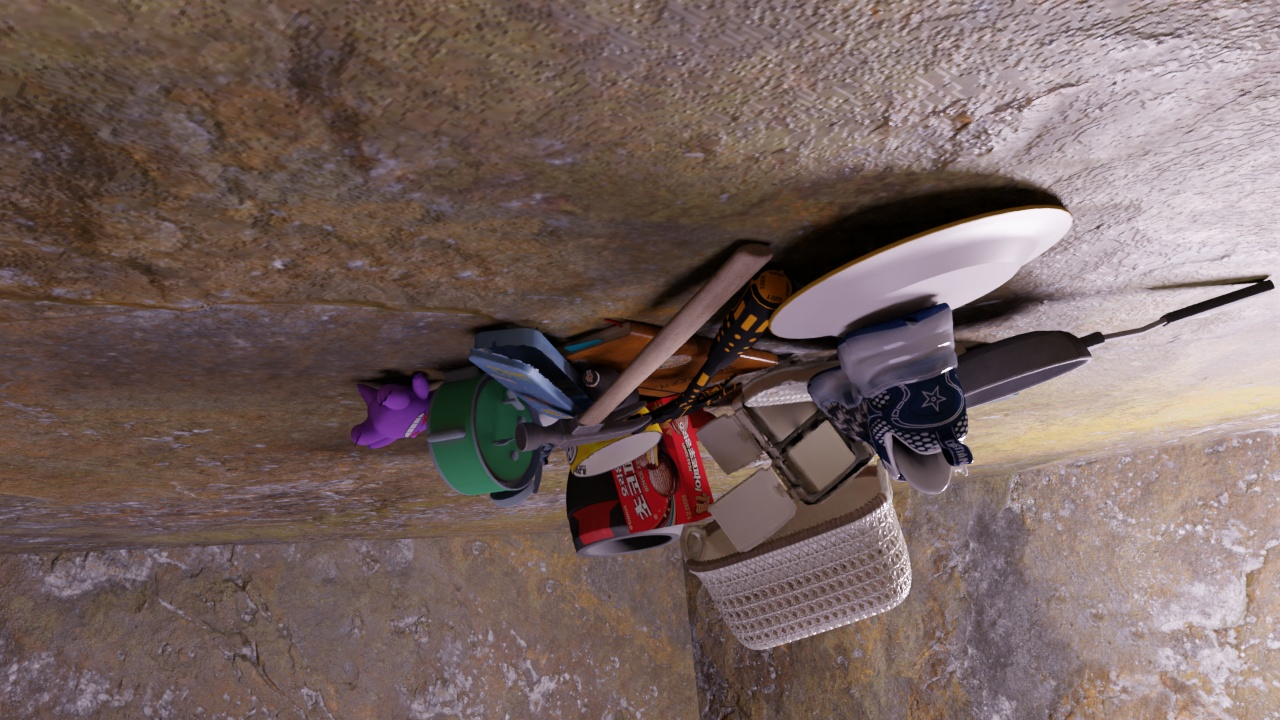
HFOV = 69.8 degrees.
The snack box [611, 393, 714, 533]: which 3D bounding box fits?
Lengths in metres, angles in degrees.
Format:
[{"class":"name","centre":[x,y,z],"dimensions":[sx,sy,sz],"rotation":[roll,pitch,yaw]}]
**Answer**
[{"class":"snack box","centre":[0.019,0.133,1.157],"dimensions":[0.035,0.152,0.133],"rotation":[-12,173,-41]}]

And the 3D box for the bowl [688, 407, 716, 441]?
[{"class":"bowl","centre":[0.051,0.087,1.238],"dimensions":[0.122,0.035,0.122],"rotation":[-5,166,-2]}]

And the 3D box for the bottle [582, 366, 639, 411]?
[{"class":"bottle","centre":[-0.031,0.027,0.896],"dimensions":[0.036,0.036,0.110],"rotation":[-10,165,14]}]

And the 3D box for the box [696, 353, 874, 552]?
[{"class":"box","centre":[0.141,0.097,0.993],"dimensions":[0.185,0.145,0.095],"rotation":[-35,178,0]}]

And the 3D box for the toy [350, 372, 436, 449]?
[{"class":"toy","centre":[-0.243,0.049,0.926],"dimensions":[0.088,0.056,0.106],"rotation":[14,121,-48]}]

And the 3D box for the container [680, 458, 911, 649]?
[{"class":"container","centre":[0.184,0.218,1.037],"dimensions":[0.247,0.143,0.184],"rotation":[-22,-177,16]}]

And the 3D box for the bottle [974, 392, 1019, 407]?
[{"class":"bottle","centre":[0.368,0.028,1.080],"dimensions":[0.061,0.061,0.132],"rotation":[3,163,-41]}]

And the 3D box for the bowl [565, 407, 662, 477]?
[{"class":"bowl","centre":[-0.039,0.084,1.094],"dimensions":[0.117,0.067,0.117],"rotation":[-22,161,-8]}]

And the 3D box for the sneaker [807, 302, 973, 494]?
[{"class":"sneaker","centre":[0.219,0.053,0.778],"dimensions":[0.103,0.132,0.269],"rotation":[-18,165,-1]}]

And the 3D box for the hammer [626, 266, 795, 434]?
[{"class":"hammer","centre":[0.073,-0.002,0.834],"dimensions":[0.123,0.036,0.321],"rotation":[-20,165,-19]}]

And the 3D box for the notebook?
[{"class":"notebook","centre":[-0.003,0.005,0.932],"dimensions":[0.179,0.014,0.248],"rotation":[-18,162,39]}]

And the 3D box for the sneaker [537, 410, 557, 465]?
[{"class":"sneaker","centre":[-0.131,0.089,1.084],"dimensions":[0.087,0.079,0.236],"rotation":[-1,165,-19]}]

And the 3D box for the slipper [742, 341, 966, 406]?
[{"class":"slipper","centre":[0.217,0.004,0.932],"dimensions":[0.262,0.052,0.115],"rotation":[-7,165,-27]}]

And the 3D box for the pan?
[{"class":"pan","centre":[0.437,-0.017,0.909],"dimensions":[0.357,0.041,0.178],"rotation":[-19,166,8]}]

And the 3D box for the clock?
[{"class":"clock","centre":[-0.141,0.082,0.928],"dimensions":[0.075,0.121,0.161],"rotation":[-11,141,24]}]

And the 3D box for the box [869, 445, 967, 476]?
[{"class":"box","centre":[0.298,0.079,1.067],"dimensions":[0.112,0.162,0.084],"rotation":[-28,165,29]}]

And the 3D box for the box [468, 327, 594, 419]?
[{"class":"box","centre":[-0.096,0.028,0.858],"dimensions":[0.066,0.049,0.210],"rotation":[-4,159,13]}]

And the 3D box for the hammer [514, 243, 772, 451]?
[{"class":"hammer","centre":[0.006,-0.003,0.769],"dimensions":[0.119,0.030,0.332],"rotation":[-3,152,-32]}]

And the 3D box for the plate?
[{"class":"plate","centre":[0.210,-0.054,0.692],"dimensions":[0.229,0.021,0.230],"rotation":[-15,166,-4]}]

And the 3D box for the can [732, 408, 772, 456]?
[{"class":"can","centre":[0.172,0.083,1.185],"dimensions":[0.130,0.044,0.130],"rotation":[-19,161,-7]}]

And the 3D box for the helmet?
[{"class":"helmet","centre":[-0.019,0.187,1.329],"dimensions":[0.164,0.169,0.264],"rotation":[-20,159,21]}]
